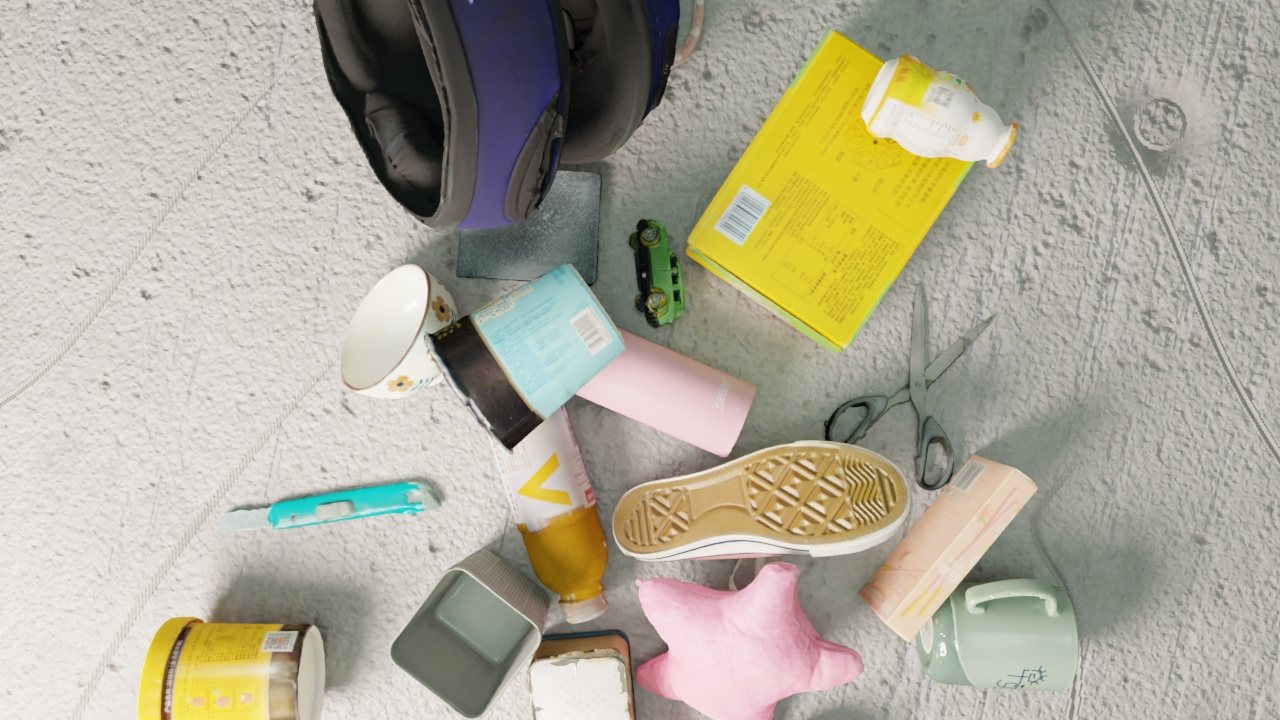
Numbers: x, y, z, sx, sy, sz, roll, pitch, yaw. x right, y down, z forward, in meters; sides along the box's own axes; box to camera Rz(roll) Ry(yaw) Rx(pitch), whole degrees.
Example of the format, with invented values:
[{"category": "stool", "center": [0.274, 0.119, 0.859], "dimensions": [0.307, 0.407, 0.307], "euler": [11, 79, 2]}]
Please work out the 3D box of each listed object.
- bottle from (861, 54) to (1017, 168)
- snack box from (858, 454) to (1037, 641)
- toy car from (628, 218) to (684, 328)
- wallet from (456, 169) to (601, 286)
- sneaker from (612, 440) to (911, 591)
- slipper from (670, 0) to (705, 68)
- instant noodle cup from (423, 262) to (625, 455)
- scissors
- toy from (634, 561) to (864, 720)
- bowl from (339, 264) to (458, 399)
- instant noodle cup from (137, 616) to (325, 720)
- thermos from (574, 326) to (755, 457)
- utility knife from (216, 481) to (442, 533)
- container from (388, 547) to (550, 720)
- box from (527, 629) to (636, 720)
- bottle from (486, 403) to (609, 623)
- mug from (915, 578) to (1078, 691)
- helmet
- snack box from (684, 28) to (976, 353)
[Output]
[{"category": "bottle", "center": [0.222, -0.181, 0.682], "dimensions": [0.108, 0.063, 0.063], "euler": [25, 90, 1]}, {"category": "snack box", "center": [0.245, 0.148, 0.741], "dimensions": [0.026, 0.084, 0.157], "euler": [39, 91, -2]}, {"category": "toy car", "center": [0.014, -0.074, 0.767], "dimensions": [0.036, 0.043, 0.091], "euler": [-12, 98, -14]}, {"category": "wallet", "center": [-0.095, -0.115, 0.785], "dimensions": [0.121, 0.019, 0.097], "euler": [4, 92, 0]}, {"category": "sneaker", "center": [0.099, 0.125, 0.745], "dimensions": [0.241, 0.088, 0.118], "euler": [-13, 66, 20]}, {"category": "slipper", "center": [0.017, -0.382, 0.763], "dimensions": [0.114, 0.054, 0.274], "euler": [4, 91, 1]}, {"category": "instant noodle cup", "center": [-0.080, -0.009, 0.681], "dimensions": [0.120, 0.111, 0.111], "euler": [-36, 89, -4]}, {"category": "scissors", "center": [0.230, 0.025, 0.779], "dimensions": [0.159, 0.014, 0.181], "euler": [-11, 87, -1]}, {"category": "toy", "center": [0.073, 0.224, 0.733], "dimensions": [0.178, 0.074, 0.195], "euler": [35, 122, 0]}, {"category": "bowl", "center": [-0.188, -0.015, 0.754], "dimensions": [0.062, 0.113, 0.113], "euler": [34, 91, -41]}, {"category": "instant noodle cup", "center": [-0.324, 0.265, 0.744], "dimensions": [0.114, 0.118, 0.118], "euler": [-3, 90, -6]}, {"category": "thermos", "center": [-0.005, 0.004, 0.762], "dimensions": [0.198, 0.067, 0.087], "euler": [24, 59, 3]}, {"category": "utility knife", "center": [-0.269, 0.129, 0.789], "dimensions": [0.196, 0.013, 0.029], "euler": [-9, 89, 2]}, {"category": "container", "center": [-0.129, 0.210, 0.735], "dimensions": [0.090, 0.114, 0.090], "euler": [38, 91, 1]}, {"category": "box", "center": [-0.045, 0.311, 0.760], "dimensions": [0.090, 0.064, 0.184], "euler": [-3, 88, 0]}, {"category": "bottle", "center": [-0.071, 0.121, 0.757], "dimensions": [0.068, 0.068, 0.189], "euler": [-18, 90, 1]}, {"category": "mug", "center": [0.282, 0.211, 0.730], "dimensions": [0.106, 0.082, 0.112], "euler": [3, 133, 4]}, {"category": "helmet", "center": [-0.089, -0.246, 0.660], "dimensions": [0.239, 0.248, 0.315], "euler": [-17, 62, -27]}, {"category": "snack box", "center": [0.157, -0.134, 0.751], "dimensions": [0.157, 0.070, 0.210], "euler": [34, 90, 1]}]
